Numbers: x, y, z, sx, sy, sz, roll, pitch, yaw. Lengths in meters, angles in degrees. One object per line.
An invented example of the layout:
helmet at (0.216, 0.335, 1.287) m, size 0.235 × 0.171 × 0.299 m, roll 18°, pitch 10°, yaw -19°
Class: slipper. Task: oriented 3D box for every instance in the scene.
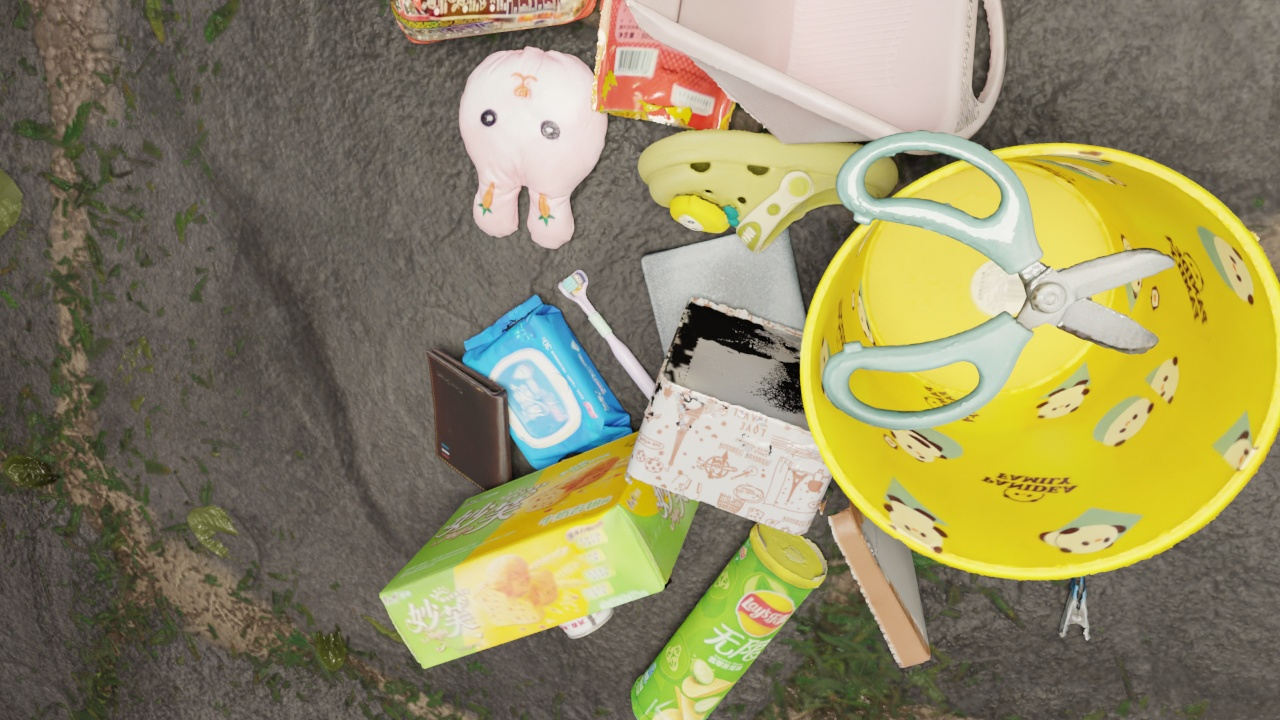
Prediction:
slipper at (0.090, -0.121, 0.673) m, size 0.191 × 0.091 × 0.081 m, roll 5°, pitch 85°, yaw 10°

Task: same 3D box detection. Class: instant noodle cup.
instant noodle cup at (-0.111, -0.339, 0.680) m, size 0.165 × 0.079 × 0.189 m, roll 0°, pitch 107°, yaw 16°

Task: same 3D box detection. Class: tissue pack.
tissue pack at (-0.080, 0.030, 0.791) m, size 0.095 × 0.052 × 0.157 m, roll -32°, pitch 95°, yaw 22°

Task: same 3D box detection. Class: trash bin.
trash bin at (0.228, -0.024, 0.578) m, size 0.230 × 0.254 × 0.230 m, roll 4°, pitch 106°, yaw 14°

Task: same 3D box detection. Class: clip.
clip at (0.349, 0.197, 0.732) m, size 0.030 × 0.024 × 0.057 m, roll 4°, pitch 111°, yaw 19°

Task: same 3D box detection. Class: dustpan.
dustpan at (0.128, -0.248, 0.555) m, size 0.139 × 0.273 × 0.222 m, roll 2°, pitch 77°, yaw 31°

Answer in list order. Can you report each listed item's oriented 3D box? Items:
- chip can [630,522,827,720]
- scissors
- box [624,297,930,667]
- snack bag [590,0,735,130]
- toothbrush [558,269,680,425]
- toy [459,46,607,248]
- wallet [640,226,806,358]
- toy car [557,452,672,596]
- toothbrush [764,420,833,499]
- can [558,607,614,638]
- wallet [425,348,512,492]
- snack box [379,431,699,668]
chip can at (0.071, 0.240, 0.798) m, size 0.072 × 0.072 × 0.222 m, roll 34°, pitch 112°, yaw 4°
scissors at (0.157, -0.021, 0.452) m, size 0.172 × 0.019 × 0.179 m, roll 29°, pitch 111°, yaw 5°
box at (0.119, 0.072, 0.661) m, size 0.274 × 0.178 × 0.124 m, roll 40°, pitch 114°, yaw -7°
snack bag at (0.031, -0.277, 0.669) m, size 0.128 × 0.073 × 0.208 m, roll 12°, pitch 103°, yaw 7°
toothbrush at (-0.005, 0.005, 0.781) m, size 0.189 × 0.029 × 0.021 m, roll 53°, pitch 152°, yaw -5°
toy at (-0.088, -0.169, 0.739) m, size 0.121 × 0.054 × 0.160 m, roll 12°, pitch 116°, yaw 10°
wallet at (0.068, -0.051, 0.736) m, size 0.121 × 0.019 × 0.097 m, roll -12°, pitch 96°, yaw 11°
toy car at (-0.029, 0.146, 0.801) m, size 0.071 × 0.041 × 0.156 m, roll -23°, pitch 116°, yaw 20°
toothbrush at (0.097, 0.045, 0.767) m, size 0.012 × 0.017 × 0.186 m, roll -41°, pitch 93°, yaw 20°
can at (-0.077, 0.183, 0.834) m, size 0.053 × 0.053 × 0.133 m, roll -26°, pitch 97°, yaw 21°
wallet at (-0.149, 0.057, 0.805) m, size 0.096 × 0.020 × 0.122 m, roll 27°, pitch 132°, yaw 29°
snack box at (-0.069, 0.136, 0.696) m, size 0.210 × 0.157 × 0.070 m, roll -23°, pitch 101°, yaw 20°
